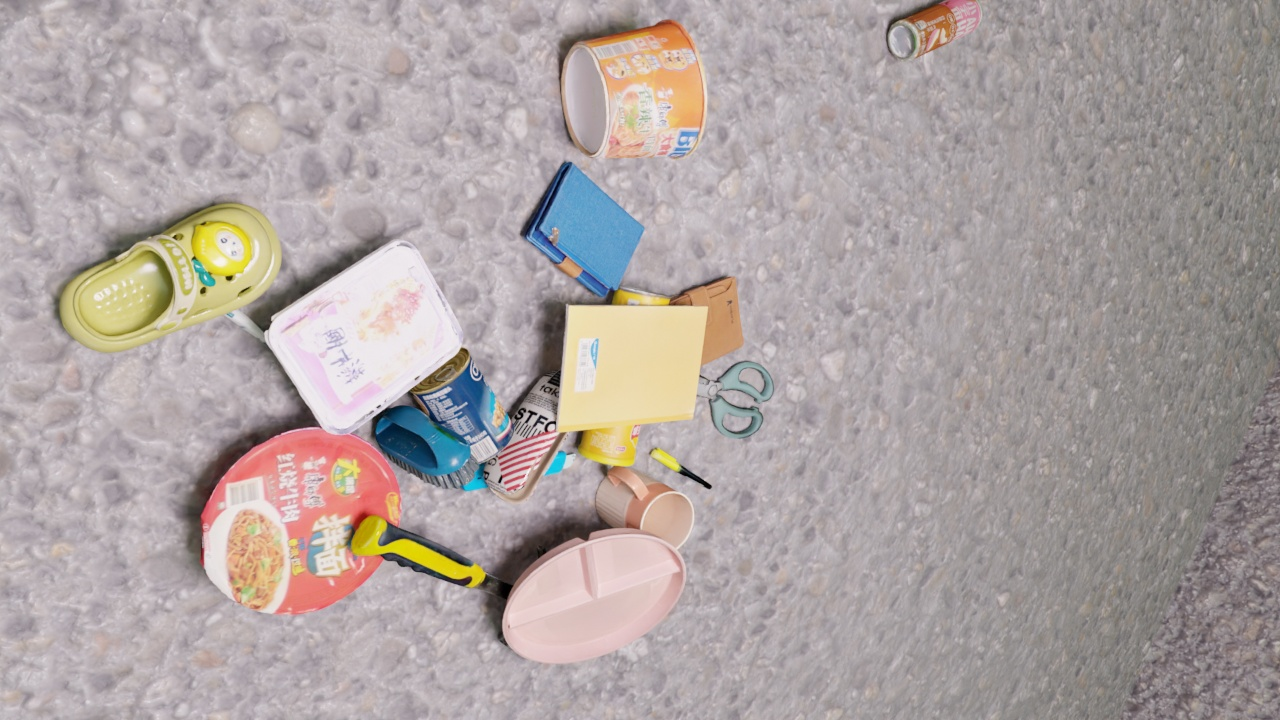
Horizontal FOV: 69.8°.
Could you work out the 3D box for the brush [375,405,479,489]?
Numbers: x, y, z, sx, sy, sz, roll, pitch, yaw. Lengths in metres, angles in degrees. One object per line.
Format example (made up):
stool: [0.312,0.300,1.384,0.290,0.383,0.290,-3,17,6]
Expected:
brush: [-0.225,0.081,0.937,0.055,0.144,0.073,-42,129,-28]

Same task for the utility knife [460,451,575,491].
utility knife: [-0.145,0.128,1.089,0.159,0.018,0.034,-6,105,-36]

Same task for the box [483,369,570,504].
box: [-0.118,0.091,1.066,0.162,0.076,0.087,-62,151,-19]

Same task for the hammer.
hammer: [-0.196,0.236,1.028,0.126,0.032,0.323,-59,142,-11]

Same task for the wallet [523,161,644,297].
wallet: [-0.062,-0.148,1.059,0.133,0.040,0.106,36,72,-37]

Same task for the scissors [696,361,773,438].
scissors: [0.125,0.028,1.258,0.185,0.019,0.129,43,77,-38]

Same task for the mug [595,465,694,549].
mug: [-0.004,0.176,1.149,0.081,0.106,0.114,-44,124,-19]

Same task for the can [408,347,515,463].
can: [-0.193,0.051,0.996,0.075,0.075,0.111,-40,123,-21]

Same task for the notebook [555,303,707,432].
notebook: [-0.006,0.006,1.068,0.205,0.010,0.146,-3,105,-39]

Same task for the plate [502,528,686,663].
plate: [-0.056,0.281,1.099,0.229,0.028,0.230,-13,131,-16]

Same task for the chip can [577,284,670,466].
chip can: [-0.021,0.018,1.115,0.072,0.072,0.213,7,98,-37]

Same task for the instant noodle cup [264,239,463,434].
instant noodle cup: [-0.277,-0.026,0.912,0.173,0.060,0.138,-40,121,-28]

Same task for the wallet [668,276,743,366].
wallet: [0.076,-0.044,1.195,0.131,0.031,0.108,-23,117,-31]

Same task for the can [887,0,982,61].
can: [0.419,-0.474,1.305,0.147,0.058,0.058,-30,119,-26]

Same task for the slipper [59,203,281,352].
slipper: [-0.404,-0.070,0.798,0.190,0.082,0.091,-32,105,-21]

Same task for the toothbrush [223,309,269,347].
toothbrush: [-0.349,-0.012,0.903,0.191,0.016,0.018,44,66,-36]

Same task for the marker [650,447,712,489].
marker: [0.058,0.148,1.242,0.124,0.018,0.015,35,87,-38]

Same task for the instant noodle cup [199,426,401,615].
instant noodle cup: [-0.344,0.153,0.921,0.193,0.066,0.194,-11,110,-35]

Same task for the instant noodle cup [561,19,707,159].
instant noodle cup: [-0.013,-0.287,0.995,0.111,0.151,0.151,-14,111,-24]
